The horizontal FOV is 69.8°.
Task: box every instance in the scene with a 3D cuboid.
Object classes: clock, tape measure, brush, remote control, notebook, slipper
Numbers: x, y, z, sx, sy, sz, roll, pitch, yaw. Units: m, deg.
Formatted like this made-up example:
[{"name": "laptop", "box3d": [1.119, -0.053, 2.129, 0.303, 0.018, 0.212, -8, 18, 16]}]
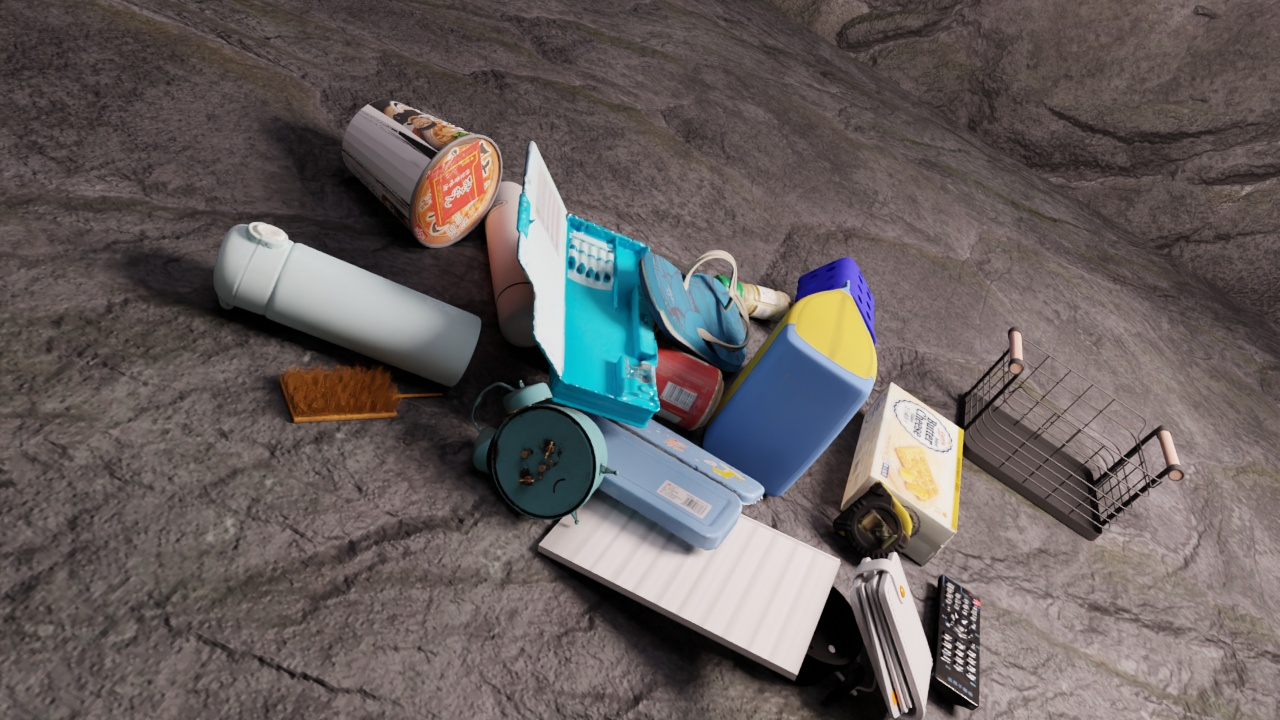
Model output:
[{"name": "clock", "box3d": [-0.080, 0.068, 0.718, 0.124, 0.090, 0.053, 41, 15, 12]}, {"name": "clock", "box3d": [0.140, 0.223, 0.740, 0.120, 0.043, 0.091, 29, 33, -6]}, {"name": "tape measure", "box3d": [0.224, 0.159, 0.872, 0.062, 0.067, 0.038, 49, 5, 11]}, {"name": "brush", "box3d": [-0.215, 0.024, 0.723, 0.126, 0.017, 0.048, -1, 45, -41]}, {"name": "remote control", "box3d": [0.287, 0.257, 0.841, 0.047, 0.022, 0.149, 35, 31, 4]}, {"name": "notebook", "box3d": [0.044, 0.155, 0.727, 0.210, 0.009, 0.142, 23, 31, 15]}, {"name": "slipper", "box3d": [0.076, -0.053, 0.938, 0.294, 0.060, 0.118, 14, 61, -68]}]

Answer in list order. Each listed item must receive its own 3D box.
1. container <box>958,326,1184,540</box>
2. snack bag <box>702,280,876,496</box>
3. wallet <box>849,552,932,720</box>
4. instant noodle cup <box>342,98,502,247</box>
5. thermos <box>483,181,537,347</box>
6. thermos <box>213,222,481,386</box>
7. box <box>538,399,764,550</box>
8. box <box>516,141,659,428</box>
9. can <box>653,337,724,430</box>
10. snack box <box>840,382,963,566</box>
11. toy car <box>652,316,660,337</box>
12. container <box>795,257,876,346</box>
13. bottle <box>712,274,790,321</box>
[{"name": "container", "box3d": [0.532, 0.090, 1.163, 0.241, 0.131, 0.162, 34, 33, 2]}, {"name": "snack bag", "box3d": [0.156, 0.014, 0.920, 0.102, 0.159, 0.204, 33, 31, -1]}, {"name": "wallet", "box3d": [0.201, 0.225, 0.737, 0.115, 0.038, 0.118, -27, 98, -66]}, {"name": "instant noodle cup", "box3d": [-0.226, -0.197, 0.924, 0.122, 0.124, 0.123, 35, 32, 20]}, {"name": "thermos", "box3d": [-0.126, -0.100, 0.929, 0.052, 0.052, 0.223, 14, 37, -26]}, {"name": "thermos", "box3d": [-0.236, -0.044, 0.745, 0.206, 0.078, 0.065, 23, 34, -19]}, {"name": "box", "box3d": [0.001, 0.077, 0.787, 0.209, 0.034, 0.127, 29, 29, 18]}, {"name": "box", "box3d": [-0.059, -0.063, 0.801, 0.182, 0.072, 0.226, 38, 32, -33]}, {"name": "can", "box3d": [-0.005, 0.005, 0.880, 0.170, 0.067, 0.067, 26, 33, -10]}, {"name": "snack box", "box3d": [0.288, 0.116, 0.991, 0.104, 0.058, 0.207, 34, 33, 2]}, {"name": "toy car", "box3d": [0.008, -0.054, 0.988, 0.047, 0.047, 0.111, 30, 32, -6]}, {"name": "container", "box3d": [0.241, -0.064, 1.146, 0.084, 0.085, 0.113, 59, 26, -19]}, {"name": "bottle", "box3d": [0.132, -0.075, 1.125, 0.111, 0.043, 0.043, 10, 39, -33]}]
